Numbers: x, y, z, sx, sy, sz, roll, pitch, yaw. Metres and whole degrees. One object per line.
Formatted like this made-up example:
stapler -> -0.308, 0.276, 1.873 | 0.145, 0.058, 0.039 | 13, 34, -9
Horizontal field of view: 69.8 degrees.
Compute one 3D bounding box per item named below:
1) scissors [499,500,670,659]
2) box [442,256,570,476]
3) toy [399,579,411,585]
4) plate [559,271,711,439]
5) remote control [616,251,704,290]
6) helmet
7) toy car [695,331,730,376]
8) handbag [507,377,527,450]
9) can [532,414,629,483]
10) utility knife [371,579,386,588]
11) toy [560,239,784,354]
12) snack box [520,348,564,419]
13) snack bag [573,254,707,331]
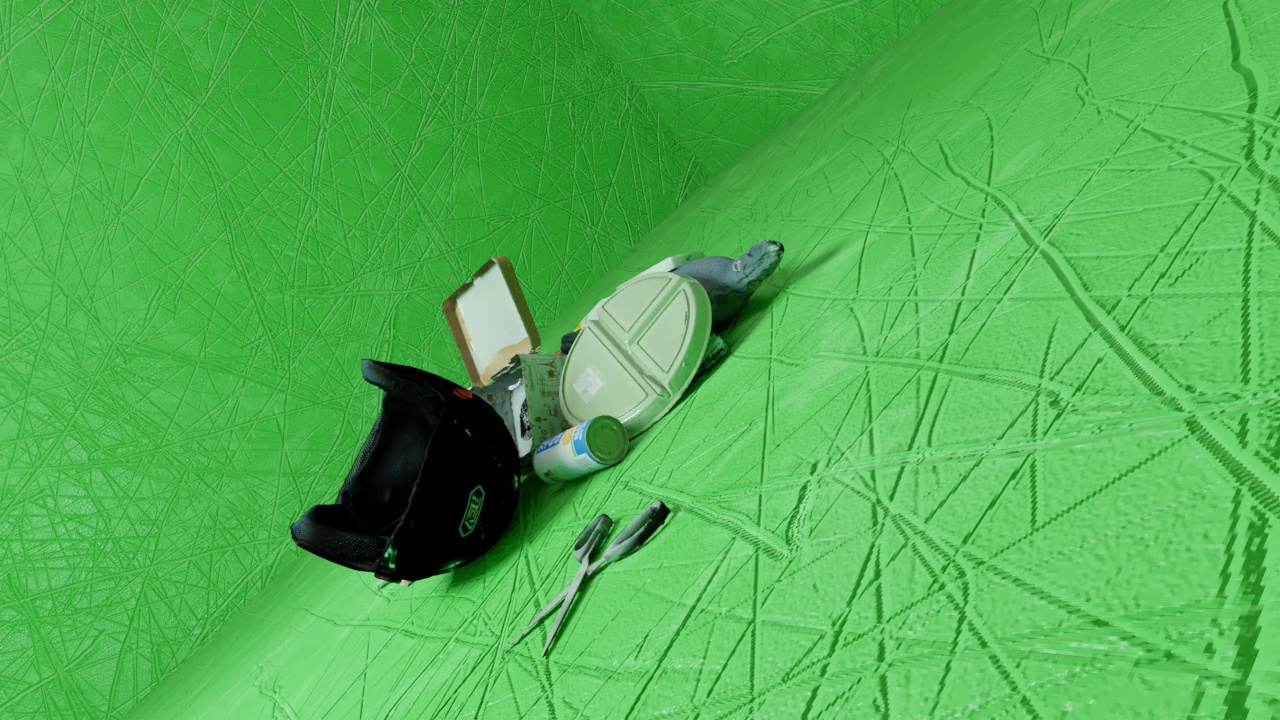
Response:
scissors -> -0.042, 0.168, 0.718 | 0.160, 0.014, 0.176 | -38, 12, 29
box -> -0.172, 0.012, 1.205 | 0.088, 0.262, 0.178 | -2, -17, -36
toy -> -0.289, 0.201, 1.224 | 0.179, 0.074, 0.194 | -54, 38, 27
plate -> -0.013, -0.009, 1.065 | 0.231, 0.027, 0.229 | -31, 40, 30
remote control -> 0.026, -0.115, 1.252 | 0.058, 0.021, 0.150 | -14, -4, -33
helmet -> -0.247, 0.135, 1.048 | 0.275, 0.230, 0.233 | 21, 90, 59
toy car -> 0.070, -0.012, 1.044 | 0.049, 0.031, 0.105 | -42, 10, 0
handbag -> -0.208, 0.101, 1.440 | 0.194, 0.075, 0.134 | -27, 46, 59
can -> -0.069, 0.100, 1.008 | 0.053, 0.053, 0.135 | -47, 11, -35
utility knife -> -0.332, 0.294, 1.303 | 0.194, 0.013, 0.029 | -32, 11, 38
toy -> 0.054, -0.074, 1.155 | 0.357, 0.091, 0.137 | -22, -7, 40
snack box -> -0.121, 0.051, 1.320 | 0.095, 0.077, 0.092 | -29, 31, 54
snack bag -> 0.000, -0.065, 1.378 | 0.247, 0.068, 0.157 | -22, 20, 35
